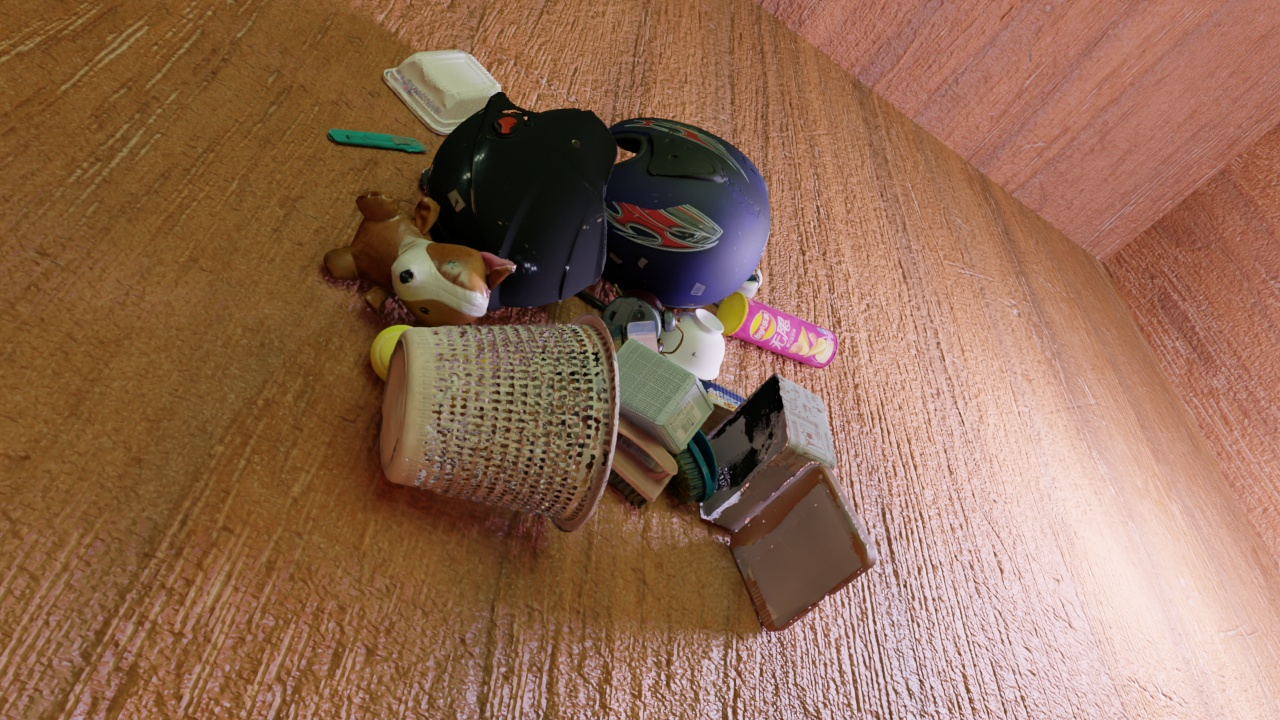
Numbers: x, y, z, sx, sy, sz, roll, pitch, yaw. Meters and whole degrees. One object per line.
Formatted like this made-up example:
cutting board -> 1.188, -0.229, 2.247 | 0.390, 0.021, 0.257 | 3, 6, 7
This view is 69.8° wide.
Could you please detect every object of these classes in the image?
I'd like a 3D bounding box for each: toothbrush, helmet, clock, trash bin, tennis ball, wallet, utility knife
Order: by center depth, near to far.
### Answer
trash bin -> -0.149, 0.053, 0.912 | 0.192, 0.228, 0.227 | 7, 46, -23
tennis ball -> -0.254, -0.005, 0.977 | 0.065, 0.066, 0.065 | 26, 37, -22
helmet -> -0.155, -0.192, 1.136 | 0.229, 0.234, 0.274 | -34, 74, -24
wallet -> -0.007, 0.007, 1.195 | 0.090, 0.033, 0.115 | -10, 95, -51
utility knife -> -0.354, -0.299, 1.247 | 0.151, 0.013, 0.029 | -8, 56, -49
clock -> 0.002, -0.050, 1.264 | 0.122, 0.082, 0.055 | 29, 25, 0
toothbrush -> -0.119, -0.116, 1.279 | 0.181, 0.016, 0.018 | 32, 42, -14
helmet -> 0.026, -0.206, 1.335 | 0.315, 0.248, 0.239 | 24, 49, 15

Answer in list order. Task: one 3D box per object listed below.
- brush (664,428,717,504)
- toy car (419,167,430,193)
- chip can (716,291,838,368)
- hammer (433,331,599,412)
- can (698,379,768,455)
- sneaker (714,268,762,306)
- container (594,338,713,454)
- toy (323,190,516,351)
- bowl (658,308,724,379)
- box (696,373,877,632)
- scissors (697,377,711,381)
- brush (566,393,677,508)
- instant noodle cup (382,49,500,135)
brush -> 0.054, 0.114, 1.151 | 0.073, 0.055, 0.143 | -9, 53, -32
toy car -> -0.246, -0.238, 1.270 | 0.122, 0.037, 0.056 | -1, 49, -29
chip can -> 0.225, -0.046, 1.496 | 0.210, 0.072, 0.071 | 19, 41, -31
hammer -> -0.130, 0.002, 1.124 | 0.300, 0.033, 0.128 | 2, 52, -44
can -> 0.109, 0.080, 1.240 | 0.148, 0.075, 0.049 | 27, 33, -23
sneaker -> 0.096, -0.184, 1.501 | 0.242, 0.091, 0.089 | 40, 33, -2
container -> 0.017, 0.045, 1.097 | 0.111, 0.090, 0.090 | 27, -18, 38
toy -> -0.247, -0.103, 1.020 | 0.199, 0.140, 0.130 | 35, 12, 11
bowl -> 0.083, -0.035, 1.332 | 0.118, 0.065, 0.118 | 29, 28, -17
box -> 0.166, 0.169, 1.104 | 0.105, 0.179, 0.260 | 25, 37, -24
scissors -> 0.034, 0.018, 1.292 | 0.168, 0.014, 0.155 | 42, 34, 8
brush -> -0.026, 0.101, 1.082 | 0.145, 0.073, 0.063 | 42, 36, 3
instant noodle cup -> -0.289, -0.419, 1.404 | 0.138, 0.061, 0.173 | 47, 36, 6
